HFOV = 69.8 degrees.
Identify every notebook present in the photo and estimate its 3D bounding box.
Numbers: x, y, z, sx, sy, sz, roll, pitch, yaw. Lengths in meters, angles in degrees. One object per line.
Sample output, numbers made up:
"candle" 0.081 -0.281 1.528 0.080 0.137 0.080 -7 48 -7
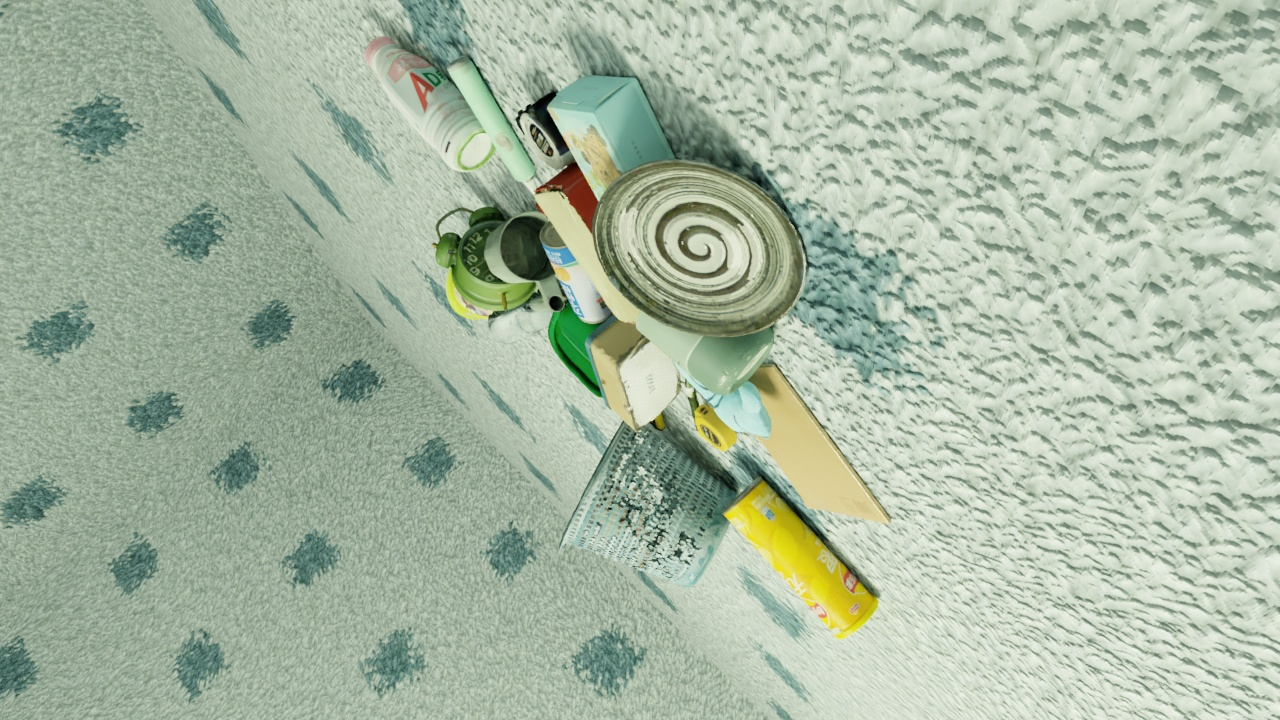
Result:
"notebook" 0.164 0.087 0.978 0.211 0.012 0.150 52 162 -13

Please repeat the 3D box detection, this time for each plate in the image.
"plate" 0.046 -0.090 0.740 0.179 0.024 0.180 14 138 12

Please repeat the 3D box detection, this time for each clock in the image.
"clock" -0.203 -0.140 1.216 0.161 0.115 0.056 42 152 10

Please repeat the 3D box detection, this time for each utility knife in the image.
"utility knife" 0.007 0.041 1.266 0.033 0.015 0.215 37 160 29

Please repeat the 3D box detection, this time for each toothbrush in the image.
"toothbrush" -0.141 -0.228 1.001 0.224 0.026 0.027 59 -168 -34
"toothbrush" 0.058 0.040 1.128 0.186 0.017 0.012 71 -177 -55

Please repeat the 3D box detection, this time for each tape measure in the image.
"tape measure" -0.084 -0.216 0.870 0.066 0.033 0.066 56 164 -18
"tape measure" 0.093 0.081 1.114 0.057 0.028 0.060 38 161 34

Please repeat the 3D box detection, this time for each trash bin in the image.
"trash bin" 0.022 0.210 1.299 0.195 0.226 0.227 27 162 3

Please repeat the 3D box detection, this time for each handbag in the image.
"handbag" -0.061 -0.026 1.183 0.131 0.067 0.120 43 158 28

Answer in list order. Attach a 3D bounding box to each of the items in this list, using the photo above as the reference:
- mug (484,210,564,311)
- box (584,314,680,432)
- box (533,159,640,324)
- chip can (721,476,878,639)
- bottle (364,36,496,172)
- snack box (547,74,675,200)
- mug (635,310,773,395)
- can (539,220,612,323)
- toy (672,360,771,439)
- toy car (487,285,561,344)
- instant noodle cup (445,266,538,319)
"mug" -0.136 -0.117 1.127 0.103 0.083 0.124 7 119 69
"box" -0.006 0.006 1.094 0.061 0.089 0.184 40 160 29
"box" -0.034 -0.112 0.905 0.168 0.076 0.091 55 162 -21
"chip can" 0.200 0.246 1.151 0.213 0.072 0.072 47 164 6
"bottle" -0.244 -0.297 1.042 0.197 0.068 0.068 46 164 19
"snack box" -0.005 -0.154 0.777 0.074 0.051 0.175 25 152 51
"mug" 0.066 -0.027 0.855 0.106 0.082 0.111 40 -165 14
"can" -0.070 -0.103 1.060 0.053 0.053 0.135 36 160 37
"toy" 0.072 0.008 0.942 0.156 0.049 0.161 63 165 -14
"toy car" -0.152 -0.061 1.266 0.036 0.121 0.054 -109 -7 -49
"instant noodle cup" -0.203 -0.101 1.332 0.123 0.111 0.112 20 149 44
